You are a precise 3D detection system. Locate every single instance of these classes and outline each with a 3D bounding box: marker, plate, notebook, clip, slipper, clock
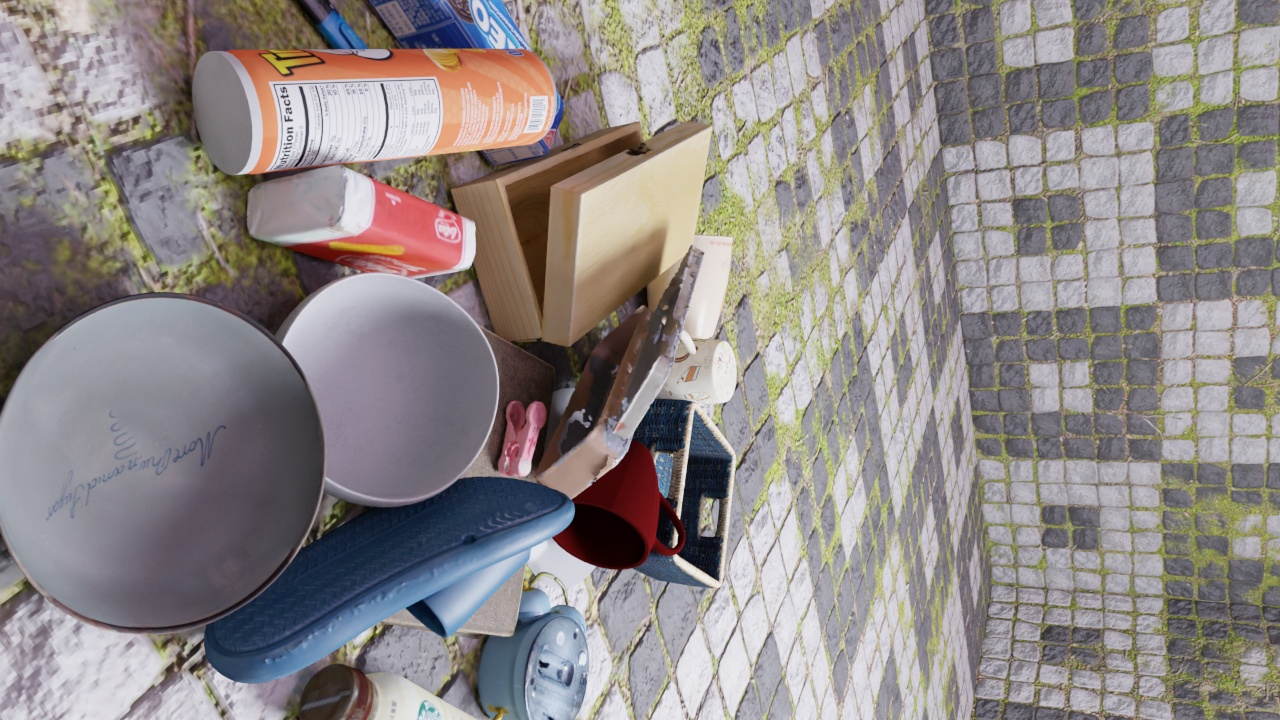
[{"bbox_3d":[-0.198,-0.218,0.552,0.123,0.015,0.018,52,45,-45],"label":"marker"},{"bbox_3d":[-0.053,0.110,0.796,0.172,0.019,0.172,7,82,-62],"label":"plate"},{"bbox_3d":[-0.134,0.074,0.632,0.190,0.035,0.215,36,57,-54],"label":"notebook"},{"bbox_3d":[-0.091,0.056,0.659,0.022,0.038,0.058,47,47,-54],"label":"clip"},{"bbox_3d":[-0.136,0.121,0.524,0.213,0.104,0.059,-23,117,-32],"label":"slipper"},{"bbox_3d":[-0.079,0.226,0.707,0.089,0.052,0.124,47,47,-49],"label":"clock"}]

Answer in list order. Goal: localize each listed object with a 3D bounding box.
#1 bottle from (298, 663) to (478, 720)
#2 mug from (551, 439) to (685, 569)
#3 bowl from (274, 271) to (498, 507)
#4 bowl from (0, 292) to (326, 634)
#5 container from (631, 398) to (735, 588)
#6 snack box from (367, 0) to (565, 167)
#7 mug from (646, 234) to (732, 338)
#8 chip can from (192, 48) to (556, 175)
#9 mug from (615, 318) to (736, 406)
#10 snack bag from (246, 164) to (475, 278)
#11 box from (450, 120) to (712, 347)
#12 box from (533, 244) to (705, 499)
[{"bbox_3d":[-0.145,0.235,0.577,0.162,0.057,0.056,55,43,-46],"label":"bottle"},{"bbox_3d":[-0.010,0.115,0.745,0.114,0.087,0.088,33,47,-9],"label":"mug"},{"bbox_3d":[-0.156,0.019,0.540,0.131,0.065,0.131,7,77,-33],"label":"bowl"},{"bbox_3d":[-0.227,0.047,0.428,0.150,0.057,0.150,7,81,-50],"label":"bowl"},{"bbox_3d":[0.031,0.130,0.870,0.187,0.071,0.145,50,45,-63],"label":"container"},{"bbox_3d":[-0.132,-0.235,0.632,0.226,0.060,0.059,54,39,-46],"label":"snack box"},{"bbox_3d":[0.046,-0.078,0.942,0.111,0.085,0.104,-99,-167,-82],"label":"mug"},{"bbox_3d":[-0.146,-0.151,0.543,0.209,0.062,0.062,-21,107,-46],"label":"chip can"},{"bbox_3d":[0.030,-0.002,0.874,0.122,0.097,0.080,60,39,-41],"label":"mug"},{"bbox_3d":[-0.161,-0.078,0.544,0.115,0.077,0.036,16,72,-60],"label":"snack bag"},{"bbox_3d":[-0.024,-0.113,0.758,0.248,0.123,0.140,-42,119,-55],"label":"box"},{"bbox_3d":[-0.007,0.000,0.726,0.058,0.154,0.216,40,29,-11],"label":"box"}]
